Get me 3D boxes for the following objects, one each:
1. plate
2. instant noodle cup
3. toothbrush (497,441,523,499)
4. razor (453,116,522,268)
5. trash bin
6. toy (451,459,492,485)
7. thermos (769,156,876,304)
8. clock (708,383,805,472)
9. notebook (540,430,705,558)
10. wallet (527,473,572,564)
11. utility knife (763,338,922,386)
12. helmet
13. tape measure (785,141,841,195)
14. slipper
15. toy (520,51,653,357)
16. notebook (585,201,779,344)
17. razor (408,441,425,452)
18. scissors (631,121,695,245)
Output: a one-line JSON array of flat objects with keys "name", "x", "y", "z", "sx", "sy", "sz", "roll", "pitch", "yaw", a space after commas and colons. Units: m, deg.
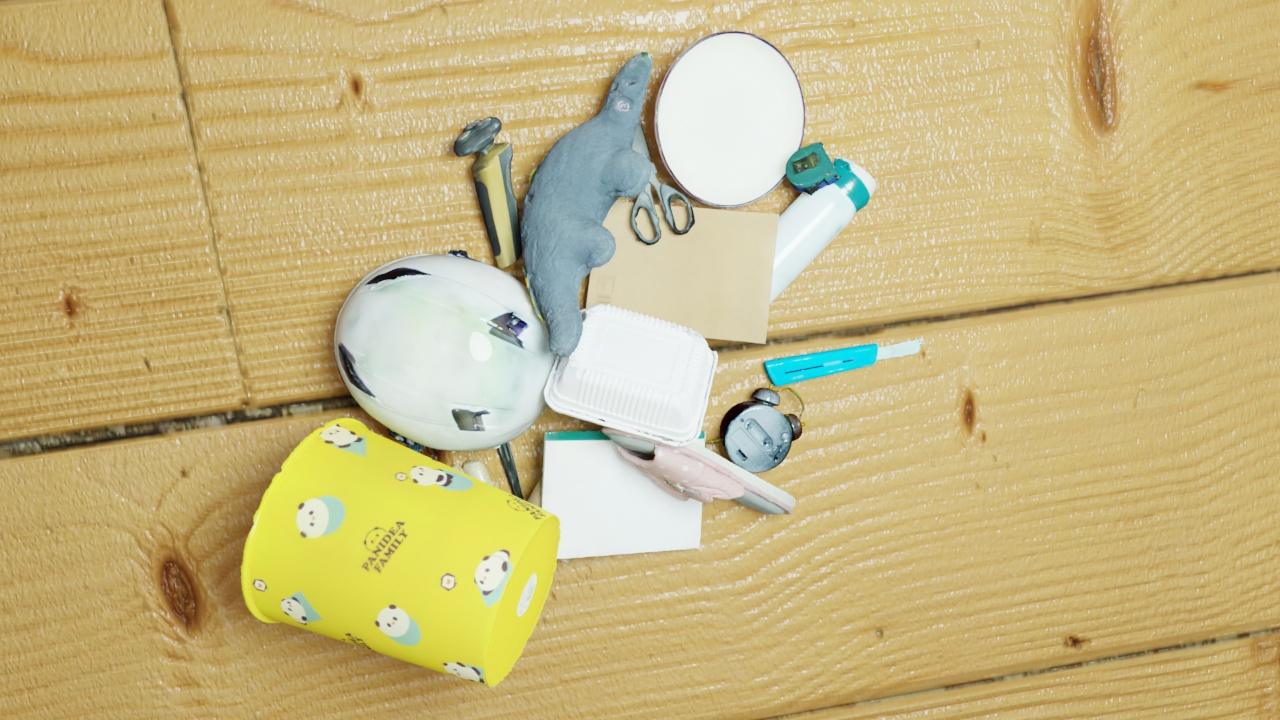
[{"name": "plate", "x": 0.097, "y": -0.272, "z": 1.043, "sx": 0.192, "sy": 0.039, "sz": 0.192, "roll": -6, "pitch": 106, "yaw": -23}, {"name": "instant noodle cup", "x": -0.006, "y": 0.006, "z": 0.988, "sx": 0.173, "sy": 0.060, "sz": 0.137, "roll": 15, "pitch": 58, "yaw": 2}, {"name": "toothbrush", "x": -0.147, "y": 0.171, "z": 1.115, "sx": 0.015, "sy": 0.018, "sz": 0.181, "roll": -15, "pitch": 99, "yaw": -1}, {"name": "razor", "x": -0.168, "y": -0.188, "z": 1.039, "sx": 0.067, "sy": 0.062, "sz": 0.167, "roll": -21, "pitch": 108, "yaw": -35}, {"name": "trash bin", "x": -0.235, "y": 0.206, "z": 0.963, "sx": 0.255, "sy": 0.229, "sz": 0.230, "roll": 17, "pitch": 97, "yaw": 12}, {"name": "toy", "x": -0.182, "y": 0.193, "z": 1.094, "sx": 0.105, "sy": 0.066, "sz": 0.157, "roll": -27, "pitch": 93, "yaw": -17}, {"name": "thermos", "x": 0.183, "y": -0.141, "z": 1.079, "sx": 0.073, "sy": 0.073, "sz": 0.224, "roll": 44, "pitch": 91, "yaw": -11}, {"name": "clock", "x": 0.148, "y": 0.082, "z": 1.113, "sx": 0.122, "sy": 0.055, "sz": 0.082, "roll": -42, "pitch": 100, "yaw": 0}, {"name": "notebook", "x": -0.018, "y": 0.158, "z": 1.094, "sx": 0.208, "sy": 0.012, "sz": 0.150, "roll": 2, "pitch": 93, "yaw": -24}, {"name": "wallet", "x": -0.091, "y": 0.173, "z": 1.088, "sx": 0.090, "sy": 0.033, "sz": 0.115, "roll": 35, "pitch": 74, "yaw": -26}, {"name": "utility knife", "x": 0.252, "y": -0.002, "z": 1.131, "sx": 0.202, "sy": 0.018, "sz": 0.034, "roll": -11, "pitch": 99, "yaw": -6}, {"name": "helmet", "x": -0.214, "y": -0.008, "z": 1.000, "sx": 0.258, "sy": 0.146, "sz": 0.229, "roll": 23, "pitch": 88, "yaw": -8}, {"name": "tape measure", "x": 0.193, "y": -0.219, "z": 1.046, "sx": 0.054, "sy": 0.025, "sz": 0.058, "roll": -27, "pitch": 58, "yaw": 12}, {"name": "slipper", "x": 0.067, "y": 0.136, "z": 1.066, "sx": 0.274, "sy": 0.114, "sz": 0.054, "roll": 28, "pitch": 75, "yaw": -29}, {"name": "toy", "x": -0.067, "y": -0.175, "z": 1.011, "sx": 0.091, "sy": 0.138, "sz": 0.356, "roll": 27, "pitch": 75, "yaw": -43}, {"name": "notebook", "x": 0.045, "y": -0.103, "z": 1.052, "sx": 0.211, "sy": 0.012, "sz": 0.149, "roll": 6, "pitch": 87, "yaw": 9}, {"name": "razor", "x": -0.208, "y": 0.079, "z": 1.090, "sx": 0.142, "sy": 0.022, "sz": 0.043, "roll": -10, "pitch": 101, "yaw": -5}, {"name": "scissors", "x": 0.016, "y": -0.220, "z": 1.051, "sx": 0.142, "sy": 0.014, "sz": 0.173, "roll": 18, "pitch": 88, "yaw": 9}]
